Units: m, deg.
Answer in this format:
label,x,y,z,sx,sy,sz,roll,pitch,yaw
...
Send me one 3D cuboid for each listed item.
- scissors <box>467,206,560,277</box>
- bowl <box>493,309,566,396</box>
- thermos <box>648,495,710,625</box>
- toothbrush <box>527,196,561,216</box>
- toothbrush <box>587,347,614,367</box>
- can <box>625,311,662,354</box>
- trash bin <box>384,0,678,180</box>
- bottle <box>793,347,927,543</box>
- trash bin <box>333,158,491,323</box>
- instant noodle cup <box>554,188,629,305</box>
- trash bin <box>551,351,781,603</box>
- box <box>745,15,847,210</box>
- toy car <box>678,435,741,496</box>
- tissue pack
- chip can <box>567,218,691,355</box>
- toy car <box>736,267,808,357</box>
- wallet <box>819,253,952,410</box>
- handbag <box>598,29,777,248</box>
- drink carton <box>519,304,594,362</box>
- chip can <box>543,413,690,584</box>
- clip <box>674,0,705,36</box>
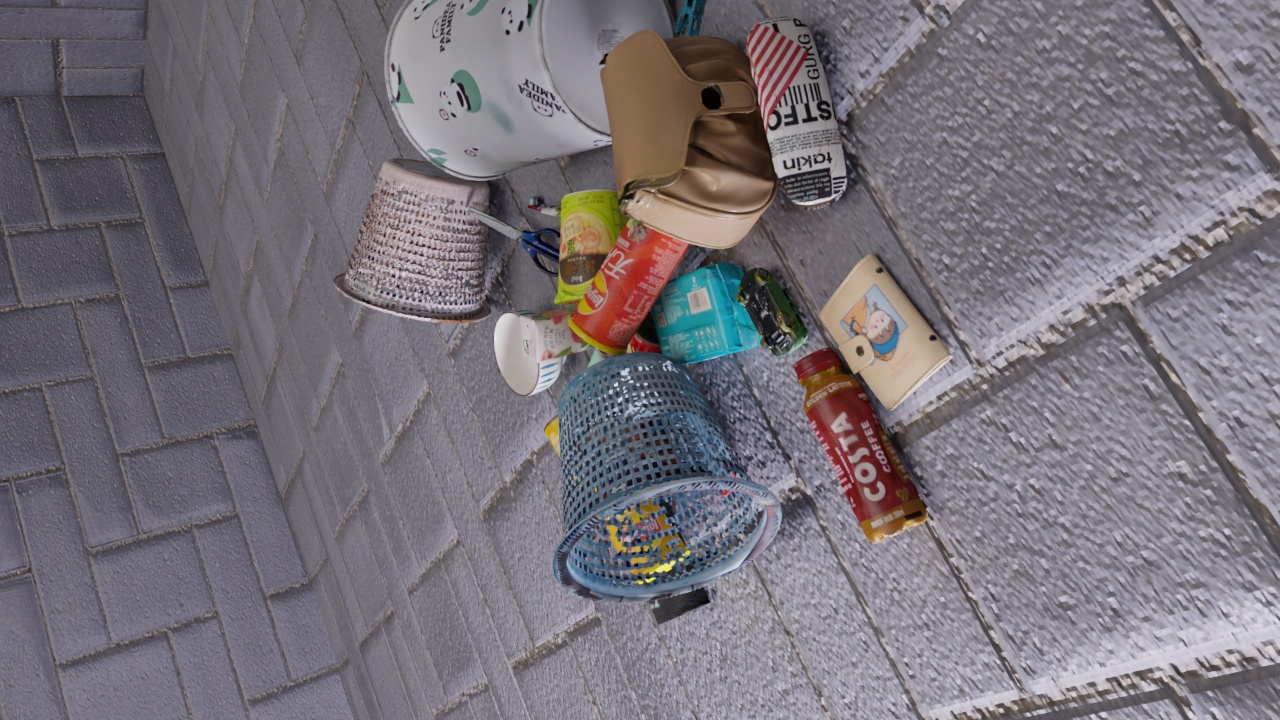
label,x,y,z,sx,sy,sz,roll,pitch,yaw
scissors,-0.161,-0.175,1.210,0.175,0.012,0.108,47,132,3
bowl,-0.143,-0.015,1.244,0.116,0.066,0.116,23,120,47
thermos,0.006,0.195,1.122,0.090,0.068,0.242,101,148,-72
toothbrush,-0.120,-0.193,1.148,0.187,0.016,0.017,-144,60,-70
toothbrush,-0.069,0.046,1.175,0.026,0.027,0.225,39,143,11
can,-0.006,0.006,1.076,0.053,0.053,0.133,55,139,27
trash bin,-0.110,-0.317,0.978,0.252,0.229,0.229,6,106,47
bottle,0.192,0.073,0.823,0.058,0.057,0.175,-43,67,51
trash bin,-0.308,-0.178,1.314,0.227,0.227,0.192,31,113,45
instant noodle cup,-0.047,-0.129,1.050,0.112,0.111,0.123,-4,90,54
trash bin,0.006,0.107,0.935,0.227,0.226,0.194,118,146,-43
box,0.134,-0.212,0.807,0.088,0.076,0.162,152,102,-82
toy car,0.072,0.115,1.026,0.106,0.031,0.049,27,121,49
tissue pack,0.063,-0.046,0.966,0.134,0.050,0.093,-14,91,55
chip can,0.007,-0.110,0.940,0.073,0.073,0.217,46,112,36
toy car,0.128,-0.048,0.889,0.091,0.036,0.043,62,143,17
wallet,0.209,-0.022,0.801,0.115,0.024,0.087,58,136,22
handbag,0.045,-0.208,0.826,0.100,0.147,0.204,122,144,-60
drink carton,-0.083,-0.038,1.108,0.045,0.122,0.053,20,119,52
chip can,-0.028,0.150,1.054,0.213,0.071,0.072,57,141,17
clip,0.051,-0.346,0.914,0.039,0.013,0.056,50,139,31
